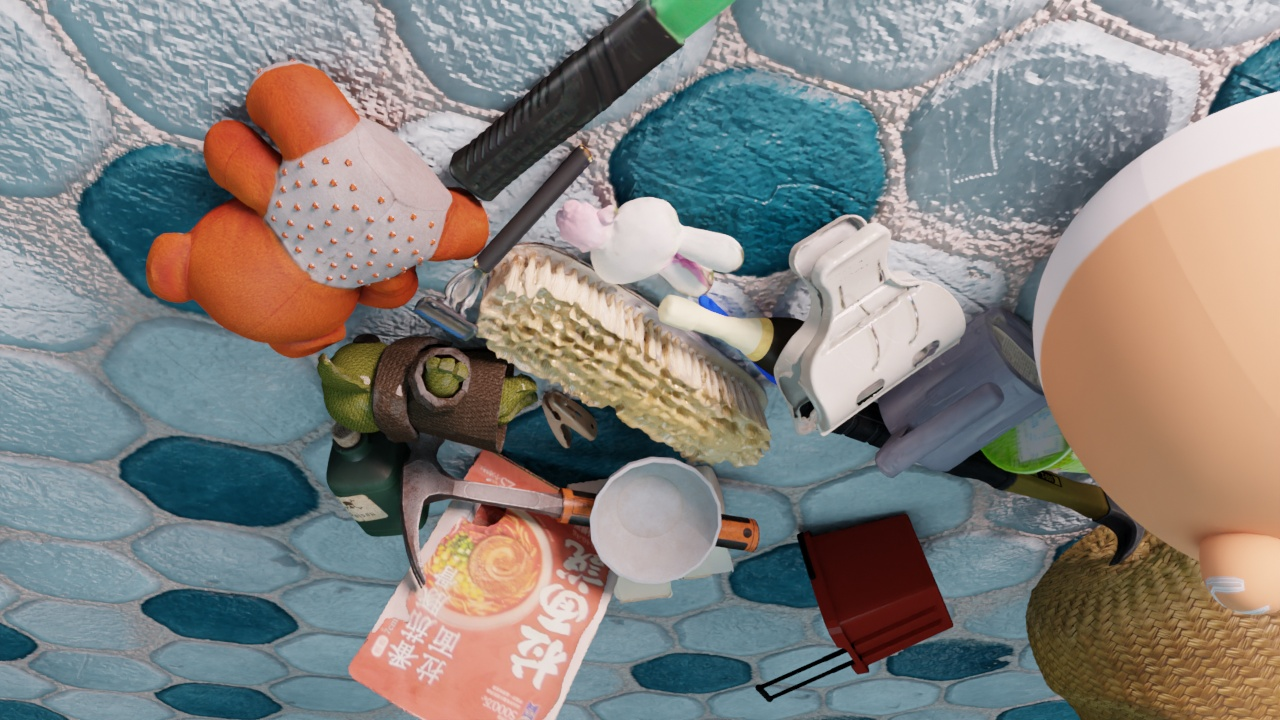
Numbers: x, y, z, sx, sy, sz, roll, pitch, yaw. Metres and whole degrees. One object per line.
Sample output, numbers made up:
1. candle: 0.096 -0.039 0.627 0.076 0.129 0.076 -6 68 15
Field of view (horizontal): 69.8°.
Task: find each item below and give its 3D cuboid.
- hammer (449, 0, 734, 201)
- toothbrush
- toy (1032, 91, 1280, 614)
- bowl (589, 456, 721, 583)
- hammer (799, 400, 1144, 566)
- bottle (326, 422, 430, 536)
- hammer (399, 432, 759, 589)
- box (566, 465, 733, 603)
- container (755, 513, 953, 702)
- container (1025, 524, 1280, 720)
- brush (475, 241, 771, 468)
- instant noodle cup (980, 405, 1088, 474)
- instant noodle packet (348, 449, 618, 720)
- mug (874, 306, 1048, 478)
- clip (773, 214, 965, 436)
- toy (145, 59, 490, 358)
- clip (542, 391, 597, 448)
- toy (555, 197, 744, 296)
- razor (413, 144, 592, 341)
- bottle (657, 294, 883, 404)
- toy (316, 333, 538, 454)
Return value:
1. hammer: 0.016 -0.174 0.467 0.320 0.032 0.130 -29 135 32
2. toothbrush: 0.090 0.003 0.706 0.018 0.016 0.182 -18 139 29
3. toy: 0.362 0.000 0.498 0.265 0.279 0.264 38 131 -13
4. bowl: 0.010 0.125 0.748 0.106 0.039 0.106 -2 103 -8
5. hammer: 0.276 0.083 0.750 0.333 0.117 0.025 19 136 -15
6. bottle: -0.228 0.094 0.782 0.061 0.061 0.131 -6 142 5
7. hammer: -0.047 0.139 0.778 0.314 0.137 0.035 12 155 -15
8. box: 0.017 0.175 0.901 0.144 0.050 0.184 -9 140 11
9. container: 0.201 0.251 0.937 0.201 0.126 0.148 -23 137 11
10. container: 0.495 0.224 0.778 0.307 0.196 0.307 -29 171 -5
11. brush: -0.004 0.004 0.673 0.083 0.056 0.271 -28 134 35
12. instant noodle cup: 0.332 0.046 0.710 0.107 0.098 0.099 13 141 -29
13. instant noodle packet: -0.121 0.208 0.771 0.164 0.220 0.084 32 136 -5
14. mug: 0.231 0.029 0.664 0.084 0.123 0.104 51 131 7
15. clip: 0.152 -0.019 0.601 0.126 0.096 0.152 -33 137 -14
16. toy: -0.197 -0.076 0.552 0.173 0.092 0.163 -34 135 19
17. clip: -0.066 0.050 0.761 0.041 0.024 0.061 -29 126 28
18. toy: 0.004 -0.075 0.589 0.122 0.038 0.079 17 151 -21
19. razor: -0.080 -0.075 0.564 0.042 0.022 0.144 34 105 -35
20. bottle: 0.094 -0.012 0.655 0.184 0.045 0.046 17 139 -26
21. toy: -0.154 0.022 0.675 0.153 0.078 0.179 8 164 -3
